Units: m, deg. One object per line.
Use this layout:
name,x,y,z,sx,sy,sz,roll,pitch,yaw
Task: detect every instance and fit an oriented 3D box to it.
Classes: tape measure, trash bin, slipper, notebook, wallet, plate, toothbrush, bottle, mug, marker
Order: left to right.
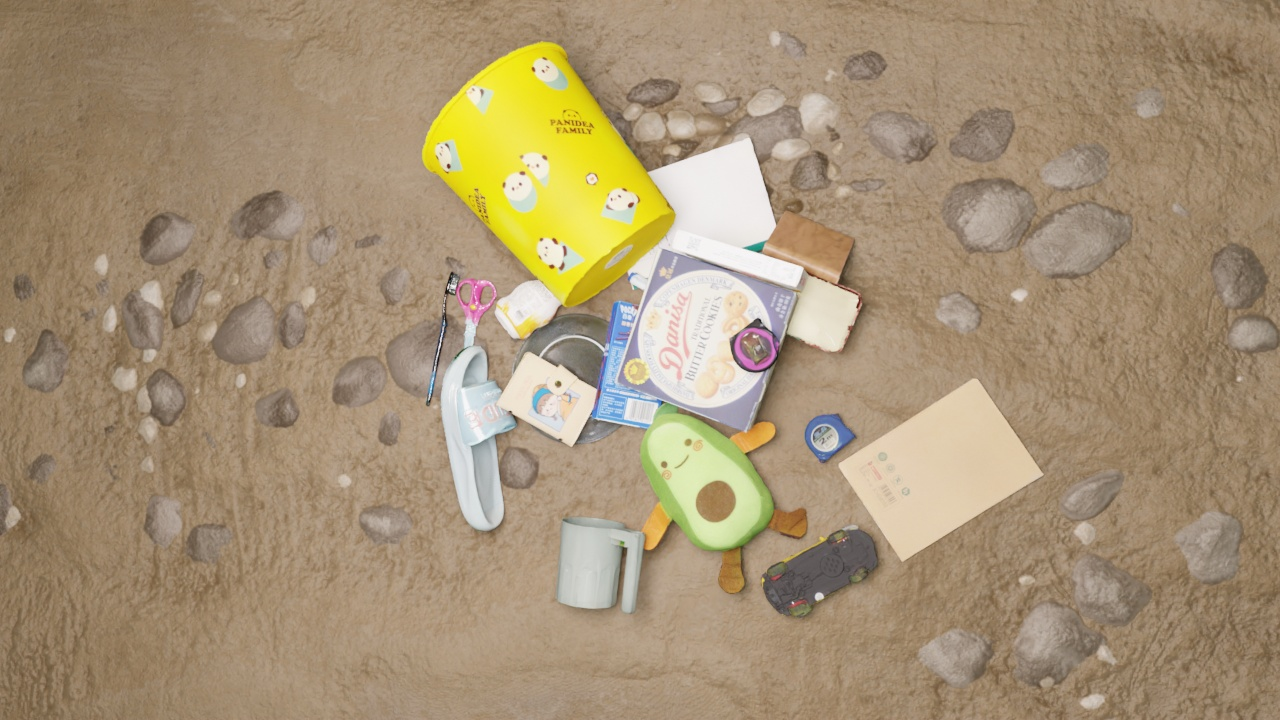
toothbrush,-0.274,-0.029,1.269,0.016,0.014,0.189,11,88,-15
slipper,-0.205,0.101,1.206,0.074,0.104,0.245,-8,90,15
bottle,-0.139,-0.078,1.229,0.108,0.063,0.063,-37,82,-10
wallet,-0.118,0.048,1.199,0.115,0.024,0.087,31,88,-10
trash bin,-0.105,-0.221,1.155,0.230,0.229,0.255,-39,85,4
plate,-0.088,0.024,1.233,0.179,0.024,0.179,-1,86,8
mug,-0.050,0.261,1.172,0.124,0.083,0.103,6,89,39
marker,0.048,-0.076,1.219,0.146,0.017,0.017,31,91,5
notebook,0.068,-0.195,1.231,0.209,0.012,0.150,-17,86,8
tape measure,0.135,-0.014,1.083,0.057,0.039,0.058,-35,86,10
wallet,0.215,-0.146,1.166,0.101,0.115,0.020,24,130,8
tape measure,0.239,0.096,1.181,0.058,0.025,0.054,-39,80,0
notebook,0.380,0.139,1.167,0.208,0.008,0.148,-34,83,5

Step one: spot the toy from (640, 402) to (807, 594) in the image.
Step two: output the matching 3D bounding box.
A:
toy,0.090,0.165,1.166,0.227,0.090,0.246,-42,86,-6

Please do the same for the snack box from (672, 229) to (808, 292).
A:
snack box,0.122,-0.120,1.108,0.157,0.084,0.027,20,95,14

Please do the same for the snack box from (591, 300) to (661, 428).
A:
snack box,-0.007,0.007,1.205,0.084,0.026,0.157,12,88,-18

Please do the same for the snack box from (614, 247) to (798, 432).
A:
snack box,0.080,-0.025,1.138,0.182,0.045,0.178,20,96,11

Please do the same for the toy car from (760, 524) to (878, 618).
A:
toy car,0.227,0.267,1.163,0.156,0.041,0.071,-31,83,7

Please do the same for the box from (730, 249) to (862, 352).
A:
box,0.189,-0.074,1.166,0.168,0.076,0.091,23,98,8

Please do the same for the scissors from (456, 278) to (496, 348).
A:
scissors,-0.234,-0.047,1.264,0.057,0.017,0.133,10,91,-1

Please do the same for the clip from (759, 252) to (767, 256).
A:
clip,0.180,-0.127,1.210,0.056,0.014,0.043,20,90,7
